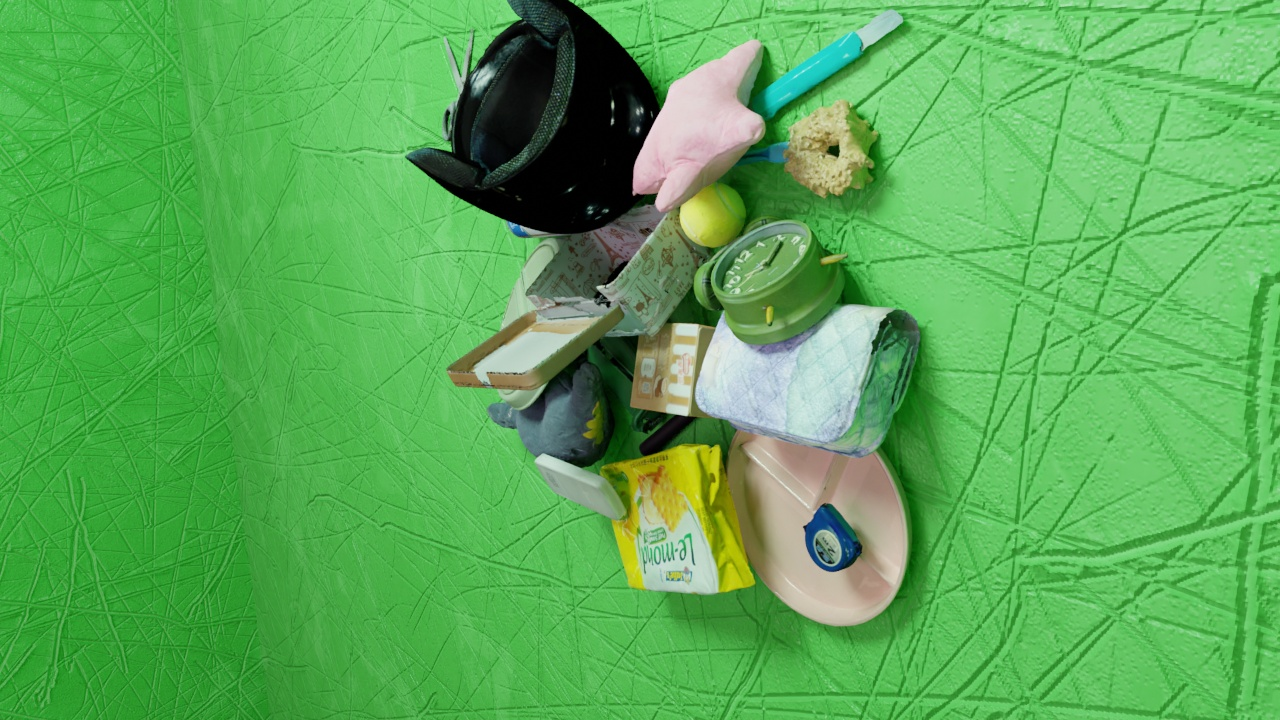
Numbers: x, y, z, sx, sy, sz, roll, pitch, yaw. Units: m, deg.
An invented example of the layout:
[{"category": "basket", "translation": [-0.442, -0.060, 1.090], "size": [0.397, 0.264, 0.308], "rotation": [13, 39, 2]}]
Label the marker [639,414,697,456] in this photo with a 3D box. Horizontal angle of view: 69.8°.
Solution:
[{"category": "marker", "translation": [0.036, 0.077, 1.067], "size": [0.132, 0.022, 0.020], "rotation": [-46, 21, 48]}]

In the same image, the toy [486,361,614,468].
[{"category": "toy", "translation": [-0.105, 0.076, 1.176], "size": [0.138, 0.091, 0.357], "rotation": [54, 153, -12]}]

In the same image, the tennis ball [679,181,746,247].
[{"category": "tennis ball", "translation": [0.072, -0.146, 0.920], "size": [0.065, 0.065, 0.065], "rotation": [19, 115, 48]}]

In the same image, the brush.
[{"category": "brush", "translation": [0.122, -0.194, 0.872], "size": [0.255, 0.045, 0.083], "rotation": [11, 113, 54]}]

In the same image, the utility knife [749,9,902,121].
[{"category": "utility knife", "translation": [0.158, -0.258, 0.820], "size": [0.194, 0.013, 0.029], "rotation": [-21, 85, 54]}]

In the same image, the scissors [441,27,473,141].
[{"category": "scissors", "translation": [-0.258, -0.389, 1.320], "size": [0.160, 0.014, 0.177], "rotation": [-35, 70, 49]}]

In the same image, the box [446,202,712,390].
[{"category": "box", "translation": [-0.065, -0.049, 0.967], "size": [0.178, 0.261, 0.088], "rotation": [0, 136, 52]}]

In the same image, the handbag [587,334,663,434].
[{"category": "handbag", "translation": [-0.006, 0.006, 1.073], "size": [0.131, 0.067, 0.120], "rotation": [51, 144, 28]}]

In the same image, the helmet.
[{"category": "helmet", "translation": [-0.105, -0.258, 0.988], "size": [0.234, 0.230, 0.274], "rotation": [-55, 32, 11]}]

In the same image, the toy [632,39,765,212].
[{"category": "toy", "translation": [0.050, -0.221, 0.881], "size": [0.179, 0.074, 0.194], "rotation": [-35, 36, 34]}]

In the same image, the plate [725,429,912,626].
[{"category": "plate", "translation": [0.173, 0.148, 0.908], "size": [0.230, 0.028, 0.230], "rotation": [19, 115, 47]}]

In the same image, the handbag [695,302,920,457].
[{"category": "handbag", "translation": [0.148, 0.009, 0.842], "size": [0.194, 0.075, 0.134], "rotation": [13, 81, 49]}]

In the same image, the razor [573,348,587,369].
[{"category": "razor", "translation": [-0.092, -0.052, 1.195], "size": [0.043, 0.022, 0.142], "rotation": [-21, 83, 50]}]

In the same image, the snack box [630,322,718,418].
[{"category": "snack box", "translation": [0.052, 0.011, 0.965], "size": [0.094, 0.077, 0.092], "rotation": [6, 89, 51]}]

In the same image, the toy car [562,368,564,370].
[{"category": "toy car", "translation": [-0.134, -0.026, 1.248], "size": [0.105, 0.031, 0.049], "rotation": [48, 133, 34]}]

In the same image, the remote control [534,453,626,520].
[{"category": "remote control", "translation": [-0.074, 0.150, 1.103], "size": [0.150, 0.021, 0.058], "rotation": [12, 137, 53]}]

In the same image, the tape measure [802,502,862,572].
[{"category": "tape measure", "translation": [0.180, 0.169, 0.862], "size": [0.058, 0.025, 0.055], "rotation": [55, 139, 31]}]

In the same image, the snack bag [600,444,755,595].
[{"category": "snack bag", "translation": [0.040, 0.176, 1.030], "size": [0.247, 0.068, 0.158], "rotation": [-24, 80, 62]}]

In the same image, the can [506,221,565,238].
[{"category": "can", "translation": [-0.114, -0.184, 1.158], "size": [0.135, 0.053, 0.053], "rotation": [5, 104, 51]}]

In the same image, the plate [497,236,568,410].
[{"category": "plate", "translation": [-0.137, -0.050, 1.166], "size": [0.231, 0.027, 0.229], "rotation": [-43, 39, 49]}]

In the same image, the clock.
[{"category": "clock", "translation": [0.114, -0.080, 0.846], "size": [0.056, 0.116, 0.161], "rotation": [53, 172, -31]}]
